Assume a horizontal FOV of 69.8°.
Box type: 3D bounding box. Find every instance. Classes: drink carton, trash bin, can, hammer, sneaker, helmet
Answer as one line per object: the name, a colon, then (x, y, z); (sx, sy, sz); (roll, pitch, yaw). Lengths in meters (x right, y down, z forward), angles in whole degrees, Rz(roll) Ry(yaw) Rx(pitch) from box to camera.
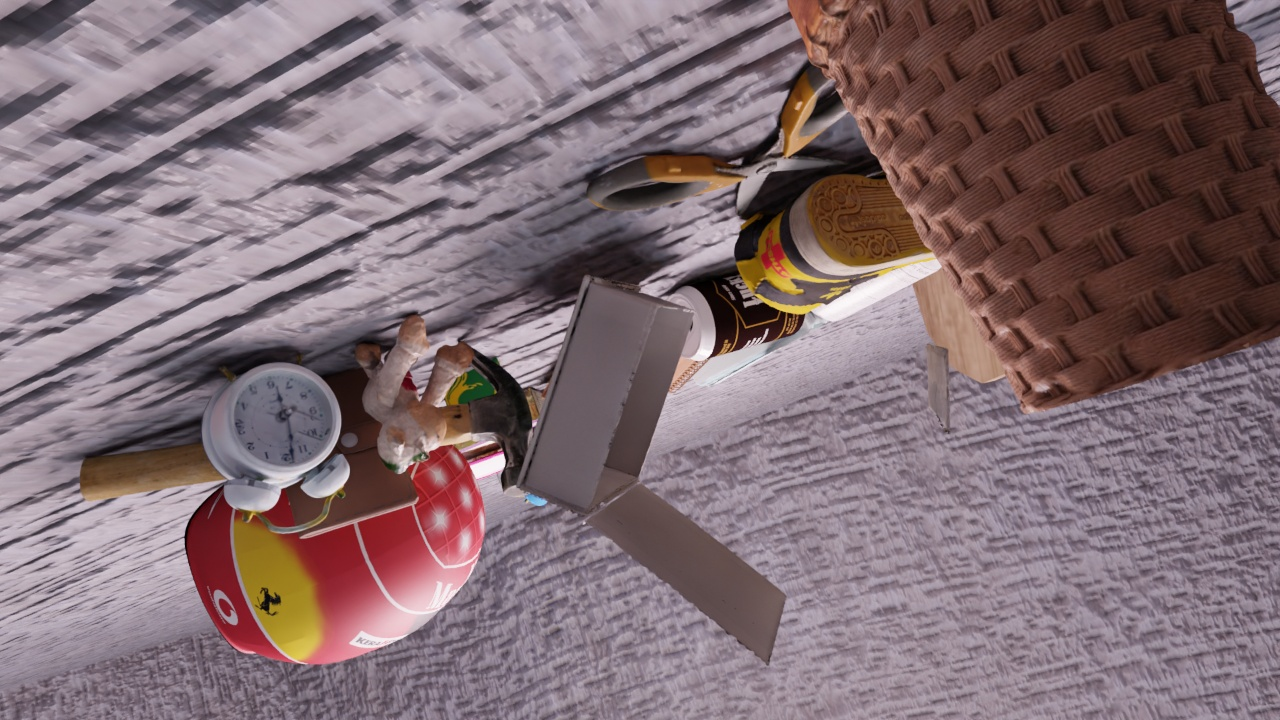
drink carton: (-0.157, 0.037, 0.900); (0.058, 0.041, 0.122); (-20, 171, -8)
trash bin: (0.167, -0.093, 0.374); (0.151, 0.210, 0.151); (-20, 171, -4)
can: (0.210, -0.095, 0.833); (0.078, 0.078, 0.136); (-11, 166, -46)
hammer: (-0.249, 0.063, 0.709); (0.330, 0.132, 0.033); (-8, 156, -11)
can: (0.091, -0.046, 0.872); (0.128, 0.072, 0.072); (-15, 169, -30)
sneaker: (0.175, -0.100, 0.714); (0.238, 0.086, 0.122); (-18, 174, -36)
helmet: (-0.251, 0.149, 0.821); (0.225, 0.198, 0.270); (-18, -171, 11)

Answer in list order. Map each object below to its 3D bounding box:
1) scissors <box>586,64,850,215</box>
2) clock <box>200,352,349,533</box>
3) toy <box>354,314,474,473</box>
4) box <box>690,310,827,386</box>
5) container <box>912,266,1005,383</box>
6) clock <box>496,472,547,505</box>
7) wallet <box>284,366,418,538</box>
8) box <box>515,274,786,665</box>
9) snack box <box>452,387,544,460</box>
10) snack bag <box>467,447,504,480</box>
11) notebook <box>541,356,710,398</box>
scissors: (0.078, -0.129, 0.559); (0.224, 0.016, 0.227); (-13, 168, -39)
clock: (-0.241, 0.057, 0.613); (0.083, 0.117, 0.057); (-13, 174, -40)
toy: (-0.169, 0.028, 0.663); (0.074, 0.105, 0.085); (-2, 165, 8)
box: (0.119, -0.031, 1.012); (0.199, 0.085, 0.070); (-31, -165, 49)
container: (0.383, -0.091, 0.835); (0.196, 0.226, 0.227); (-12, 169, -10)
clock: (-0.131, 0.143, 1.320); (0.161, 0.117, 0.060); (-20, -178, 1)
wallet: (-0.224, 0.064, 0.681); (0.087, 0.121, 0.013); (-16, 155, -22)
box: (0.020, 0.141, 0.710); (0.149, 0.412, 0.166); (-19, 178, 14)
snack box: (-0.175, 0.085, 1.113); (0.148, 0.040, 0.143); (-22, 170, 4)
snack bag: (-0.199, 0.133, 1.155); (0.070, 0.016, 0.197); (-20, 172, -19)
notebook: (-0.006, 0.006, 0.987); (0.169, 0.022, 0.211); (-7, 163, -19)
